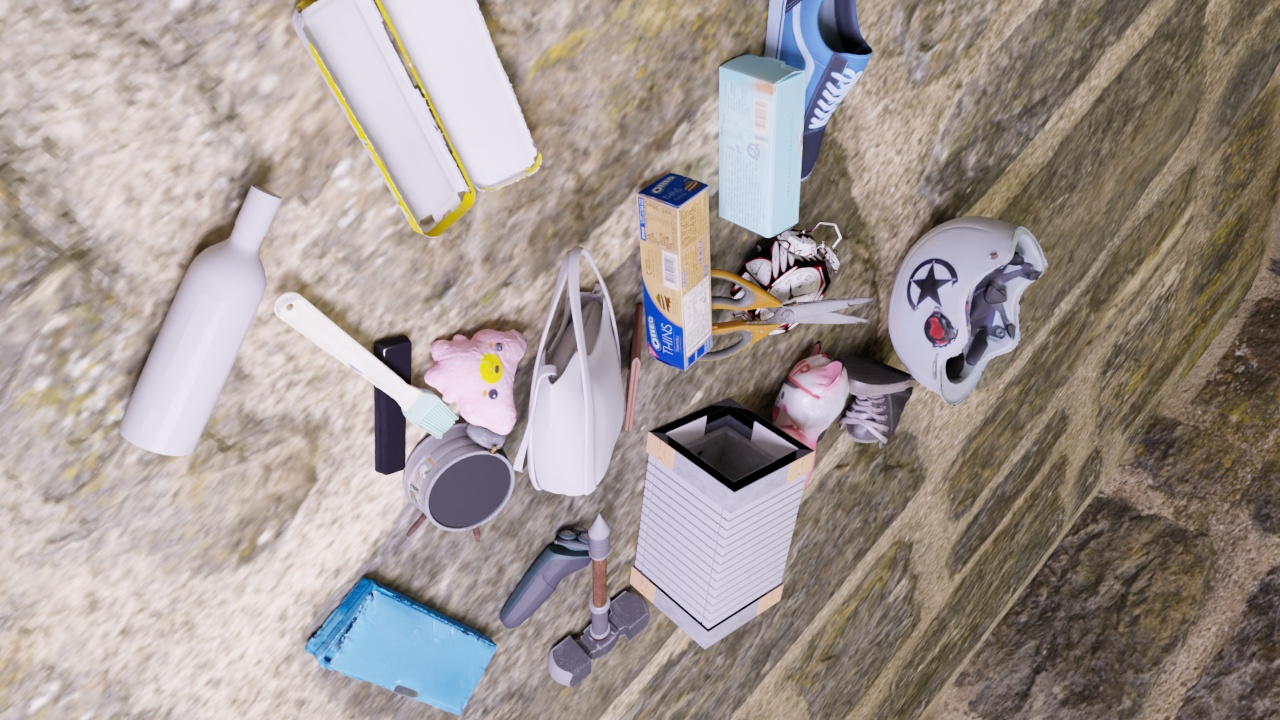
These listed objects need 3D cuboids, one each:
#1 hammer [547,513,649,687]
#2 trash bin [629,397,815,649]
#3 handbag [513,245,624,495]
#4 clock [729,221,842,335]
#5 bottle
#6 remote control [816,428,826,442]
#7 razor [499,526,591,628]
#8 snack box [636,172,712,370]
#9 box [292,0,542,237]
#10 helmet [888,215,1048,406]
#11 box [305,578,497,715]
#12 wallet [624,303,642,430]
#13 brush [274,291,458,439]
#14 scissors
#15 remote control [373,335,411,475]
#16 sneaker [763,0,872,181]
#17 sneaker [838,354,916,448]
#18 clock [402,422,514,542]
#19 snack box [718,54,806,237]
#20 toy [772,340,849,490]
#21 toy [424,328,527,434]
[{"bbox_3d":[-0.048,0.269,1.083,0.155,0.043,0.323,-33,147,-27],"label":"hammer"},{"bbox_3d":[0.097,0.203,1.160,0.142,0.142,0.247,-20,129,-38],"label":"trash bin"},{"bbox_3d":[-0.065,-0.006,0.867,0.215,0.095,0.223,-72,165,-61],"label":"handbag"},{"bbox_3d":[0.174,-0.106,1.084,0.155,0.065,0.114,-50,144,17],"label":"clock"},{"bbox_3d":[-0.302,-0.030,0.645,0.052,0.052,0.195,18,102,-51],"label":"bottle"},{"bbox_3d":[0.280,0.071,1.369,0.046,0.009,0.124,4,113,-48],"label":"remote control"},{"bbox_3d":[-0.108,0.251,1.059,0.052,0.047,0.143,43,84,-27],"label":"razor"},{"bbox_3d":[0.037,-0.089,0.957,0.056,0.057,0.207,-40,141,-35],"label":"snack box"},{"bbox_3d":[-0.159,-0.200,0.693,0.129,0.039,0.210,-35,137,-12],"label":"box"},{"bbox_3d":[0.442,-0.081,1.309,0.236,0.164,0.264,-6,118,-49],"label":"helmet"},{"bbox_3d":[-0.235,0.303,0.954,0.093,0.048,0.231,-50,141,-10],"label":"box"},{"bbox_3d":[-0.006,0.006,0.951,0.013,0.120,0.087,6,120,-2],"label":"wallet"},{"bbox_3d":[-0.223,0.008,0.763,0.033,0.012,0.217,-50,140,-8],"label":"brush"},{"bbox_3d":[0.146,-0.062,1.032,0.226,0.016,0.162,-13,126,9],"label":"scissors"},{"bbox_3d":[-0.219,0.043,0.814,0.032,0.015,0.137,-17,127,-39],"label":"remote control"},{"bbox_3d":[0.182,-0.285,0.944,0.083,0.098,0.242,-29,134,-31],"label":"sneaker"},{"bbox_3d":[0.329,0.062,1.333,0.234,0.095,0.120,2,111,-67],"label":"sneaker"},{"bbox_3d":[-0.166,0.101,0.878,0.103,0.056,0.148,15,109,-41],"label":"clock"},{"bbox_3d":[0.123,-0.220,0.947,0.053,0.075,0.175,-30,134,-31],"label":"snack box"},{"bbox_3d":[0.215,0.083,1.227,0.141,0.084,0.213,-52,161,-78],"label":"toy"},{"bbox_3d":[-0.148,0.011,0.833,0.093,0.050,0.102,22,61,-31],"label":"toy"}]
